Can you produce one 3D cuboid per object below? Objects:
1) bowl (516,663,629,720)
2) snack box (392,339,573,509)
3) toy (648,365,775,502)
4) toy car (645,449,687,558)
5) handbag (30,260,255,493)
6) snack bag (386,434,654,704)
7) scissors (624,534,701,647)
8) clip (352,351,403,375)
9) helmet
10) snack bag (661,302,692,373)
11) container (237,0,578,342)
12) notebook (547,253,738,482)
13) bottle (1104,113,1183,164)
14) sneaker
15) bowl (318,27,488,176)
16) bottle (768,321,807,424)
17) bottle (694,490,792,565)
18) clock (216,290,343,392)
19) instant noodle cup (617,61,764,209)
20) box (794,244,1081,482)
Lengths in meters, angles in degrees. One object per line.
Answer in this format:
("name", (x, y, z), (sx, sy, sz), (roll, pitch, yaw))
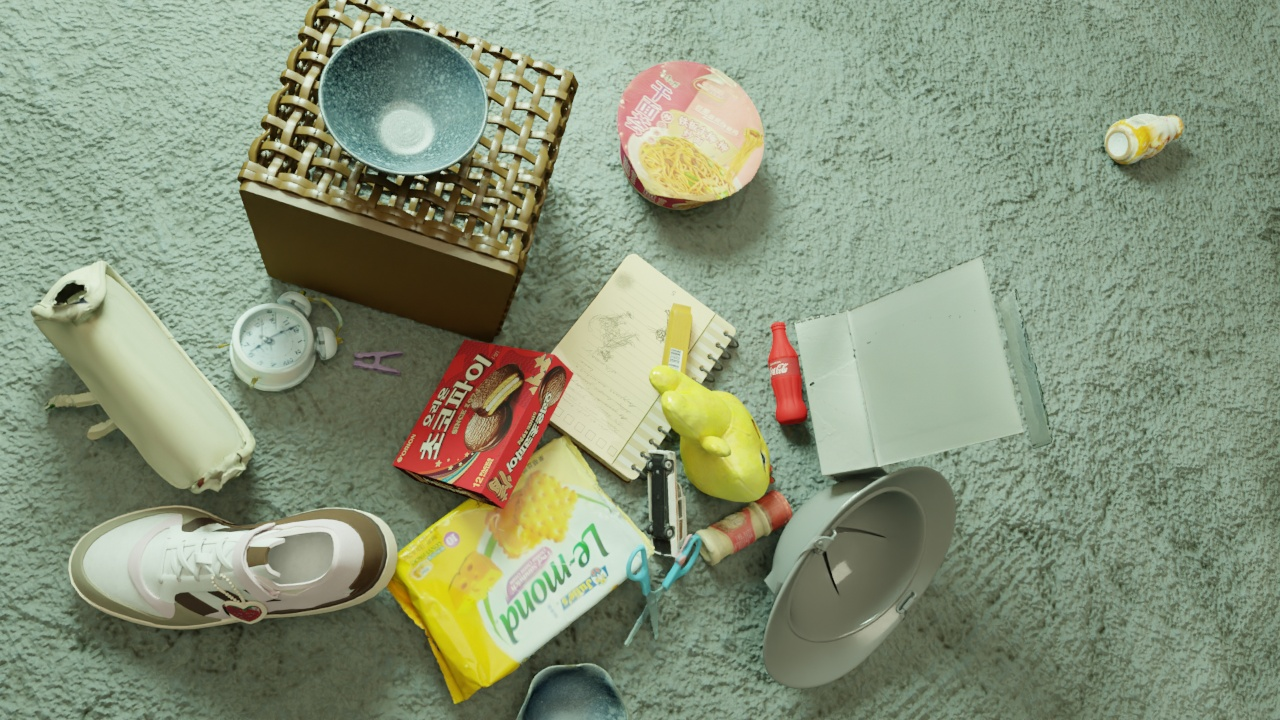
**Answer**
("bowl", (-0.070, 0.352, 0.897), (0.110, 0.055, 0.110), (4, 73, -14))
("snack box", (-0.158, 0.059, 0.920), (0.036, 0.133, 0.151), (48, 60, -45))
("toy", (0.074, 0.078, 0.962), (0.092, 0.208, 0.133), (-28, 44, 8))
("toy car", (0.030, 0.151, 0.978), (0.039, 0.039, 0.113), (-2, 90, -39))
("handbag", (-0.463, 0.032, 0.825), (0.131, 0.184, 0.229), (-43, 105, -19))
("snack bag", (-0.124, 0.202, 0.918), (0.246, 0.068, 0.159), (-35, 87, -21))
("scissors", (0.014, 0.226, 0.931), (0.135, 0.015, 0.129), (-60, 139, -16))
("clip", (-0.276, 0.000, 0.965), (0.051, 0.013, 0.032), (8, 71, -10))
("helmet", (0.206, 0.208, 0.984), (0.183, 0.118, 0.271), (38, 91, -31))
("snack bag", (0.040, -0.016, 1.022), (0.026, 0.020, 0.099), (13, 70, -14))
("container", (-0.225, -0.179, 0.917), (0.251, 0.220, 0.213), (17, 71, -10))
("notebook", (-0.006, 0.006, 1.029), (0.167, 0.024, 0.225), (37, 69, -1))
("bottle", (0.711, -0.316, 1.292), (0.108, 0.063, 0.063), (-19, 80, -19))
("sneaker", (-0.373, 0.179, 0.805), (0.294, 0.116, 0.111), (1, 74, 2))
("bowl", (-0.200, -0.207, 0.781), (0.137, 0.057, 0.137), (4, 73, -14))
("bottle", (0.168, 0.014, 1.067), (0.036, 0.036, 0.119), (-2, 75, -16))
("bottle", (0.112, 0.182, 1.001), (0.109, 0.044, 0.044), (-24, 82, -19))
("clock", (-0.358, -0.022, 0.926), (0.117, 0.057, 0.083), (-38, 87, -28))
("instant noodle cup", (0.050, -0.256, 1.091), (0.178, 0.078, 0.178), (4, 75, -14))
("box", (0.270, 0.021, 0.928), (0.164, 0.331, 0.167), (0, 75, -31))
